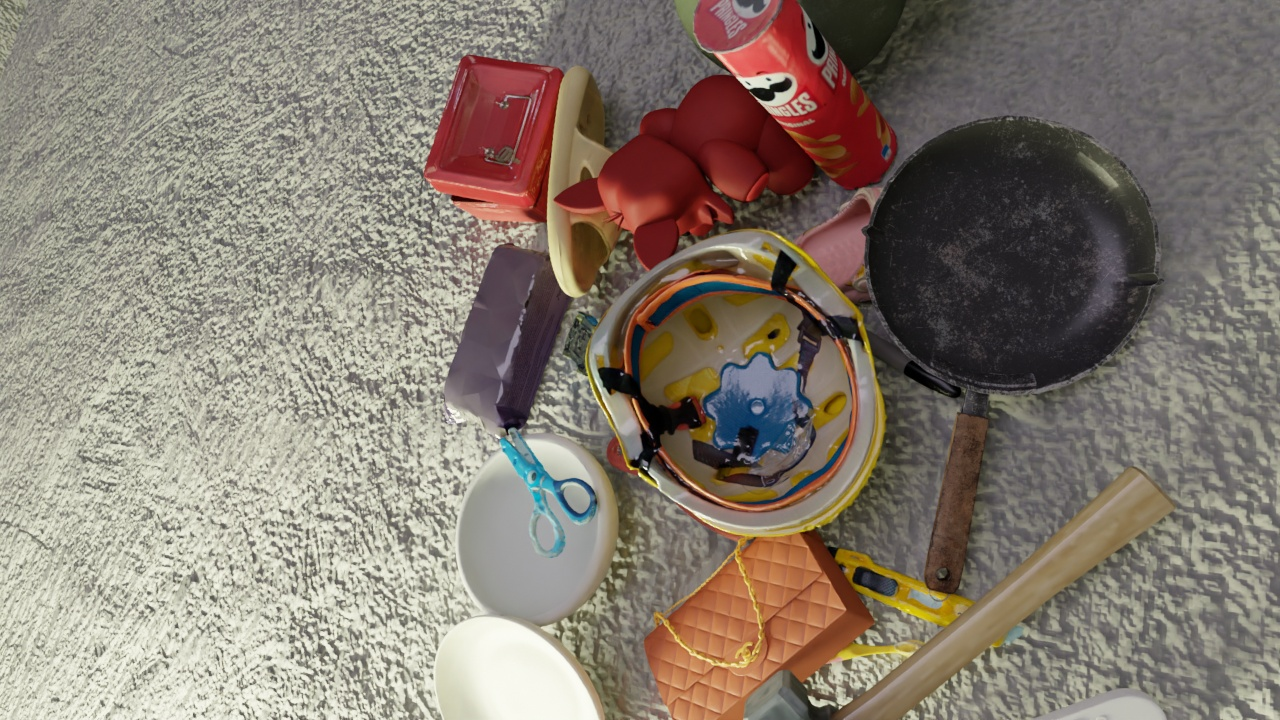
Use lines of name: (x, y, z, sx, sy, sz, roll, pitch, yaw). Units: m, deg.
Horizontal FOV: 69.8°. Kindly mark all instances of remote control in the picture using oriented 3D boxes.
remote control: (0.271, 0.252, 0.597, 0.137, 0.013, 0.043, -27, 94, 14)

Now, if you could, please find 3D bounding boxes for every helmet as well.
helmet: (0.087, 0.026, 0.744, 0.209, 0.139, 0.240, -34, 76, 7)
helmet: (0.125, -0.332, 0.811, 0.268, 0.154, 0.226, 37, 56, 27)

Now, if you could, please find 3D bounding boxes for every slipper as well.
slipper: (-0.042, -0.184, 0.931, 0.079, 0.111, 0.261, -4, 67, 10)
slipper: (0.199, -0.101, 0.745, 0.198, 0.081, 0.093, -21, 65, 29)

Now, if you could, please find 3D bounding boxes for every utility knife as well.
utility knife: (0.207, 0.176, 0.688, 0.156, 0.017, 0.030, 16, 92, 33)

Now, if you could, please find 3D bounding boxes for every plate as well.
plate: (-0.101, 0.301, 0.806, 0.182, 0.034, 0.182, 9, 108, 28)

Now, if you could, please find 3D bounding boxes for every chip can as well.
chip can: (0.132, -0.216, 0.731, 0.073, 0.232, 0.073, -13, 66, 32)

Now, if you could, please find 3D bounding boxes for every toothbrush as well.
toothbrush: (0.152, 0.224, 0.706, 0.136, 0.016, 0.021, -14, 64, 30)

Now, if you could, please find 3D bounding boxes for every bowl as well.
bowl: (-0.087, 0.159, 0.856, 0.177, 0.066, 0.176, -12, 68, 31)

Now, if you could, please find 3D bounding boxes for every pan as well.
pan: (0.252, 0.000, 0.675, 0.208, 0.040, 0.357, 12, 91, 10)

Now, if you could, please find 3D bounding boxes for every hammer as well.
hammer: (0.222, 0.191, 0.629, 0.323, 0.051, 0.117, -44, 87, 10)

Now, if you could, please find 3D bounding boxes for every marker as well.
marker: (0.204, -0.008, 0.751, 0.022, 0.016, 0.139, -37, 50, -20)

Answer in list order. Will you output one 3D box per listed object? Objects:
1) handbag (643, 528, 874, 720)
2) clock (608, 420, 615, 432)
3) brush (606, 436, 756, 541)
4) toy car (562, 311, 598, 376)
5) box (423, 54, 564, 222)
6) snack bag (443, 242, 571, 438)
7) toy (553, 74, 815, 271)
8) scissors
handbag: (0.080, 0.209, 0.725, 0.172, 0.060, 0.108, -46, 42, 17)
clock: (-0.005, 0.005, 0.840, 0.052, 0.090, 0.129, 14, 79, 30)
brush: (0.039, 0.110, 0.811, 0.172, 0.030, 0.041, 26, 91, 37)
toy car: (-0.048, -0.014, 0.892, 0.048, 0.032, 0.105, -67, 21, 7)
box: (-0.140, -0.237, 1.018, 0.137, 0.122, 0.157, 13, 78, 18)
snack bag: (-0.142, -0.025, 0.961, 0.096, 0.058, 0.205, 14, 82, 35)
toy: (0.041, -0.168, 0.831, 0.197, 0.120, 0.158, -41, 55, -12)
scissors: (-0.087, 0.105, 0.826, 0.083, 0.015, 0.140, -44, 54, 16)
